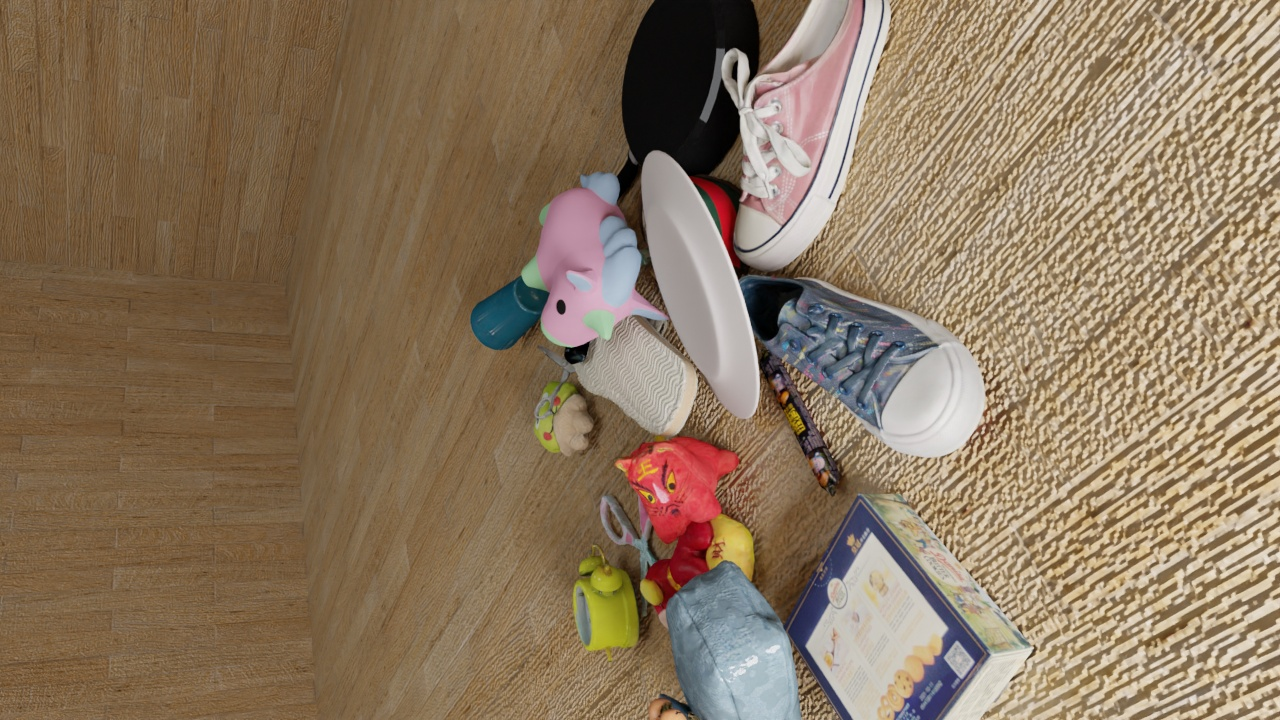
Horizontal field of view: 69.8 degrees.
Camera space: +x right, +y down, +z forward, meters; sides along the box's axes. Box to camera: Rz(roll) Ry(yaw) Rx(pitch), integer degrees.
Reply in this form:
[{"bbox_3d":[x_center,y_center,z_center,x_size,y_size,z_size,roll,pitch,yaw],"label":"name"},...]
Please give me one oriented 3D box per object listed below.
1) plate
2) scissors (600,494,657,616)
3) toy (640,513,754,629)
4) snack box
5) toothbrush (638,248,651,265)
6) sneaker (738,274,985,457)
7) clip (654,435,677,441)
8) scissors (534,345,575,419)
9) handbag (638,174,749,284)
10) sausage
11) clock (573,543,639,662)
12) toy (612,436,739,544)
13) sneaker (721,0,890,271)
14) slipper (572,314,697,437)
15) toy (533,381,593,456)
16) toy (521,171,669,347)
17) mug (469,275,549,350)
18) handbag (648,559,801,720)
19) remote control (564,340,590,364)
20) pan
[{"bbox_3d":[0.042,-0.061,0.794,0.243,0.016,0.242,159,91,-81],"label":"plate"},{"bbox_3d":[-0.006,0.186,0.989,0.169,0.014,0.170,-7,85,60],"label":"scissors"},{"bbox_3d":[0.051,0.187,0.840,0.138,0.067,0.105,-41,45,42],"label":"toy"},{"bbox_3d":[0.174,0.191,0.631,0.145,0.042,0.145,58,136,46],"label":"snack box"},{"bbox_3d":[-0.024,-0.148,1.024,0.135,0.017,0.022,50,157,36],"label":"toothbrush"},{"bbox_3d":[0.144,-0.014,0.653,0.087,0.079,0.235,-60,32,9],"label":"sneaker"},{"bbox_3d":[0.027,0.105,0.926,0.048,0.045,0.054,92,164,-61],"label":"clip"},{"bbox_3d":[-0.080,0.011,1.106,0.175,0.014,0.141,12,72,47],"label":"scissors"},{"bbox_3d":[0.046,-0.106,0.881,0.166,0.063,0.138,35,127,58],"label":"handbag"},{"bbox_3d":[0.129,0.046,0.751,0.020,0.020,0.155,-60,39,39],"label":"sausage"},{"bbox_3d":[-0.037,0.254,0.980,0.083,0.057,0.119,-174,79,-71],"label":"clock"},{"bbox_3d":[0.032,0.090,0.839,0.088,0.094,0.132,-40,11,21],"label":"toy"},{"bbox_3d":[0.114,-0.186,0.731,0.118,0.087,0.241,49,128,52],"label":"sneaker"},{"bbox_3d":[-0.006,0.006,0.961,0.273,0.054,0.114,34,112,62],"label":"slipper"},{"bbox_3d":[-0.092,0.075,1.122,0.118,0.043,0.092,30,106,55],"label":"toy"},{"bbox_3d":[-0.050,-0.113,0.949,0.172,0.120,0.221,-15,58,52],"label":"toy"},{"bbox_3d":[-0.173,-0.070,1.257,0.122,0.078,0.078,-30,61,51],"label":"mug"},{"bbox_3d":[0.063,0.260,0.717,0.121,0.118,0.192,52,160,49],"label":"handbag"},{"bbox_3d":[-0.060,-0.070,1.031,0.041,0.020,0.151,-15,60,61],"label":"remote control"},{"bbox_3d":[0.007,-0.247,0.977,0.357,0.044,0.203,-45,50,49],"label":"pan"}]
